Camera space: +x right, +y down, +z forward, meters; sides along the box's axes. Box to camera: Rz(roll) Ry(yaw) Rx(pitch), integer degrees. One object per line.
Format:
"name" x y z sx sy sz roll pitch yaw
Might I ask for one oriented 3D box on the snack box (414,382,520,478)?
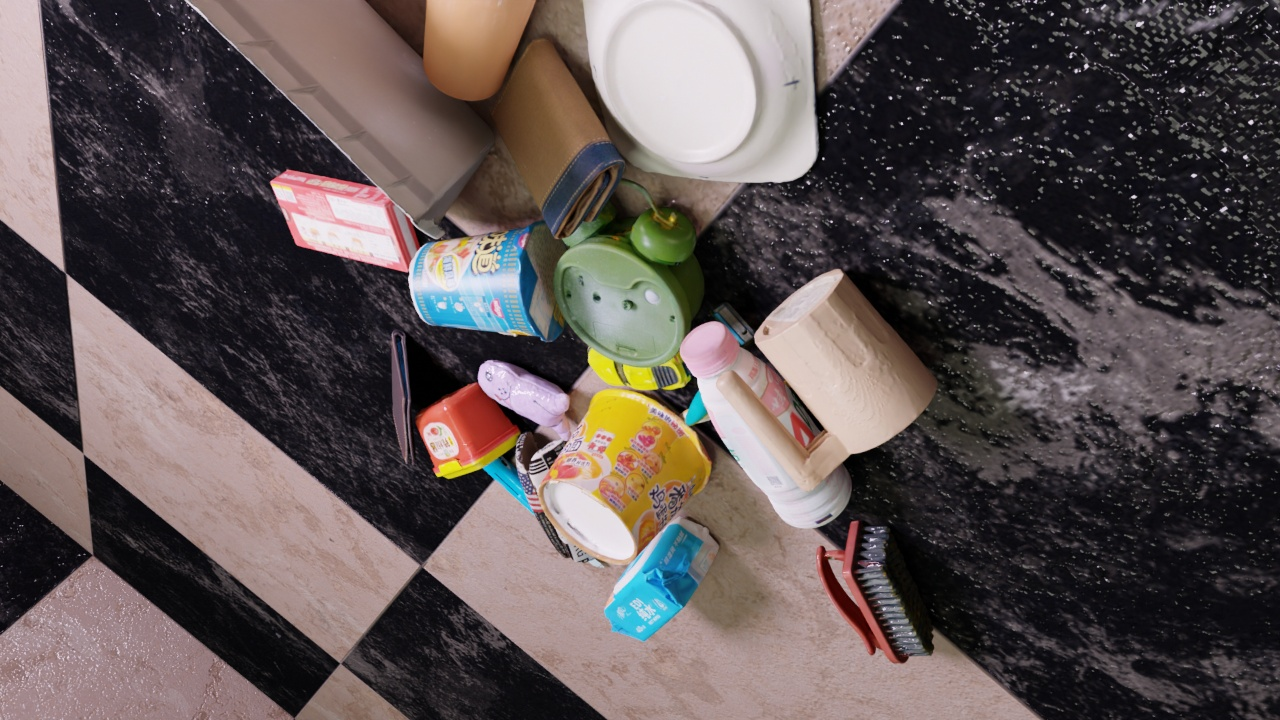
"snack box" -0.185 0.072 0.970 0.091 0.081 0.080 -22 99 46

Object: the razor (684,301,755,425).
"razor" 0.062 0.011 0.757 0.043 0.028 0.133 48 142 26

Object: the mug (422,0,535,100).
"mug" -0.110 -0.239 0.618 0.078 0.078 0.123 38 146 1

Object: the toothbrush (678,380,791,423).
"toothbrush" 0.093 0.032 0.762 0.192 0.018 0.016 -23 110 47

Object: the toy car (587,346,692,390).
"toy car" -0.005 0.005 0.800 0.105 0.032 0.048 4 130 36

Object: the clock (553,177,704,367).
"clock" -0.008 -0.069 0.713 0.116 0.056 0.161 14 134 26

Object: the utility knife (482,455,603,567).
"utility knife" -0.110 0.174 1.053 0.191 0.018 0.034 46 139 -11

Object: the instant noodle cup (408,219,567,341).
"instant noodle cup" -0.125 -0.065 0.755 0.110 0.099 0.099 1 129 20

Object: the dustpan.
"dustpan" -0.228 -0.167 0.684 0.222 0.257 0.143 45 117 -8

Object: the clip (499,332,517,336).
"clip" -0.145 -0.053 0.823 0.105 0.082 0.035 14 136 11

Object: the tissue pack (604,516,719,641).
"tissue pack" 0.018 0.226 0.947 0.063 0.089 0.140 37 140 2

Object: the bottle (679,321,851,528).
"bottle" 0.096 0.051 0.713 0.068 0.068 0.197 -6 135 40

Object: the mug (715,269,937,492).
"mug" 0.127 0.013 0.644 0.103 0.124 0.084 49 177 -9

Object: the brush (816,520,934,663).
"brush" 0.208 0.214 0.814 0.069 0.063 0.146 -14 121 31

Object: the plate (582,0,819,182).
"plate" 0.031 -0.184 0.591 0.164 0.034 0.164 11 133 29

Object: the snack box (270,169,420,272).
"snack box" -0.283 -0.135 0.882 0.153 0.025 0.075 15 136 27

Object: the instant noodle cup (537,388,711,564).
"instant noodle cup" -0.021 0.111 0.844 0.138 0.109 0.138 25 142 21

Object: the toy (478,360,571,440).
"toy" -0.113 0.035 0.905 0.108 0.038 0.084 24 147 15

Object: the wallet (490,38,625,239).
"wallet" -0.062 -0.157 0.657 0.115 0.033 0.090 60 140 14

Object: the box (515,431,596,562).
"box" -0.090 0.144 0.984 0.088 0.076 0.163 29 148 47

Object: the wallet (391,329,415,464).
"wallet" -0.257 0.042 0.993 0.123 0.020 0.096 104 152 -49
